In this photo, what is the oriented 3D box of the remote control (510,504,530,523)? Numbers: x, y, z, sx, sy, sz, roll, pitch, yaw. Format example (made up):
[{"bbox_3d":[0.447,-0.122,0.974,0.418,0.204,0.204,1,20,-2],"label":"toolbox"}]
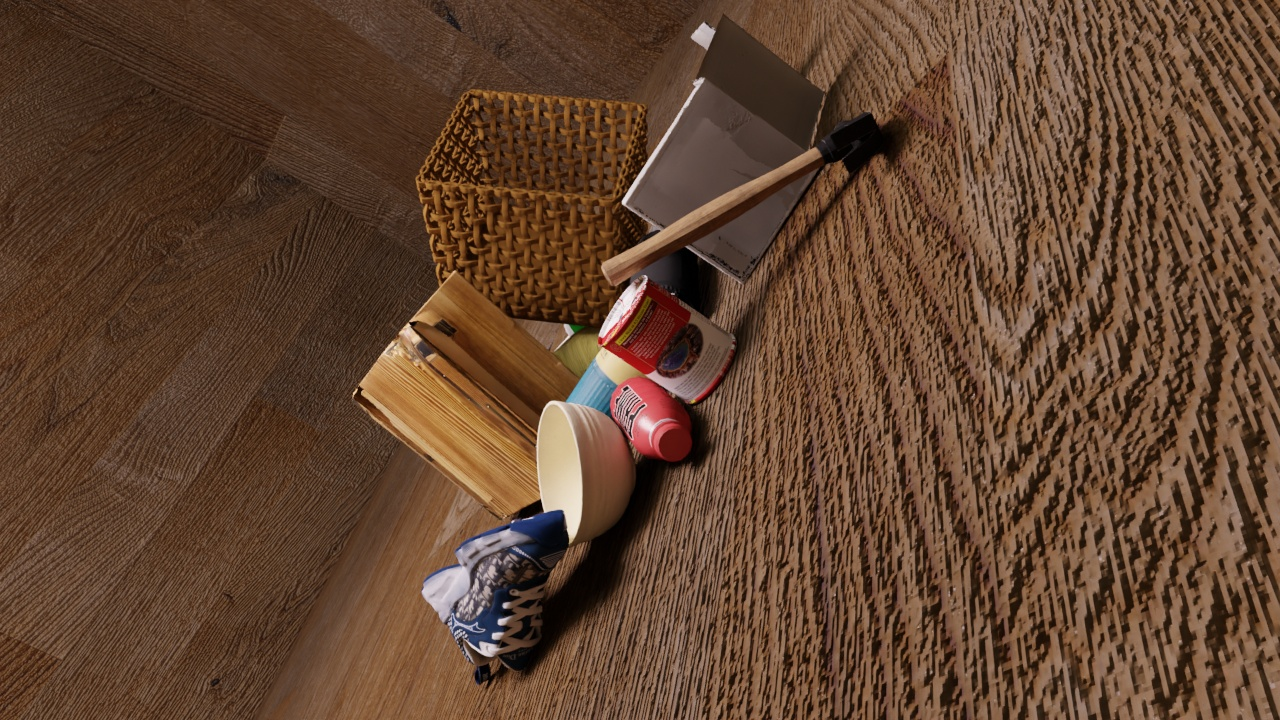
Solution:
[{"bbox_3d":[-0.174,0.226,1.280,0.047,0.009,0.124,-41,22,46],"label":"remote control"}]

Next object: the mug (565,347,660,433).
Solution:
[{"bbox_3d":[-0.024,0.031,1.099,0.107,0.083,0.113,-56,-7,17],"label":"mug"}]

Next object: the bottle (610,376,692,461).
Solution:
[{"bbox_3d":[0.014,0.062,0.928,0.062,0.062,0.176,-56,15,2],"label":"bottle"}]

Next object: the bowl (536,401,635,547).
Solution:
[{"bbox_3d":[-0.052,0.115,0.954,0.151,0.075,0.150,177,90,-67],"label":"bowl"}]

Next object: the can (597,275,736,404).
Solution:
[{"bbox_3d":[0.028,-0.020,0.945,0.087,0.116,0.086,-51,16,21],"label":"can"}]

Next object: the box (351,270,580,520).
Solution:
[{"bbox_3d":[-0.208,0.052,1.210,0.167,0.279,0.246,-53,12,-28],"label":"box"}]

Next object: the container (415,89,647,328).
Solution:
[{"bbox_3d":[-0.130,-0.203,1.233,0.214,0.252,0.219,89,-170,-47],"label":"container"}]

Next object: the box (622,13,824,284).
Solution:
[{"bbox_3d":[0.153,-0.327,1.076,0.477,0.166,0.119,-62,15,-18],"label":"box"}]

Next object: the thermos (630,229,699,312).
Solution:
[{"bbox_3d":[0.029,-0.086,1.132,0.086,0.086,0.198,-50,17,25],"label":"thermos"}]

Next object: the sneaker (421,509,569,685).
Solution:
[{"bbox_3d":[-0.135,0.248,0.941,0.270,0.103,0.132,-44,63,47],"label":"sneaker"}]

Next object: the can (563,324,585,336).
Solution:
[{"bbox_3d":[-0.050,-0.086,1.378,0.140,0.088,0.087,-46,19,36],"label":"can"}]

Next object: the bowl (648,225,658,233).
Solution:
[{"bbox_3d":[0.057,-0.194,1.329,0.105,0.054,0.104,-50,19,23],"label":"bowl"}]

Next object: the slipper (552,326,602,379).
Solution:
[{"bbox_3d":[-0.082,0.014,1.319,0.191,0.091,0.081,-30,-11,40],"label":"slipper"}]

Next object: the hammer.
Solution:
[{"bbox_3d":[0.098,-0.159,0.926,0.306,0.040,0.132,-29,12,7],"label":"hammer"}]

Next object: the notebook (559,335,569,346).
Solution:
[{"bbox_3d":[-0.120,-0.006,1.580,0.153,0.012,0.208,-47,18,28],"label":"notebook"}]
